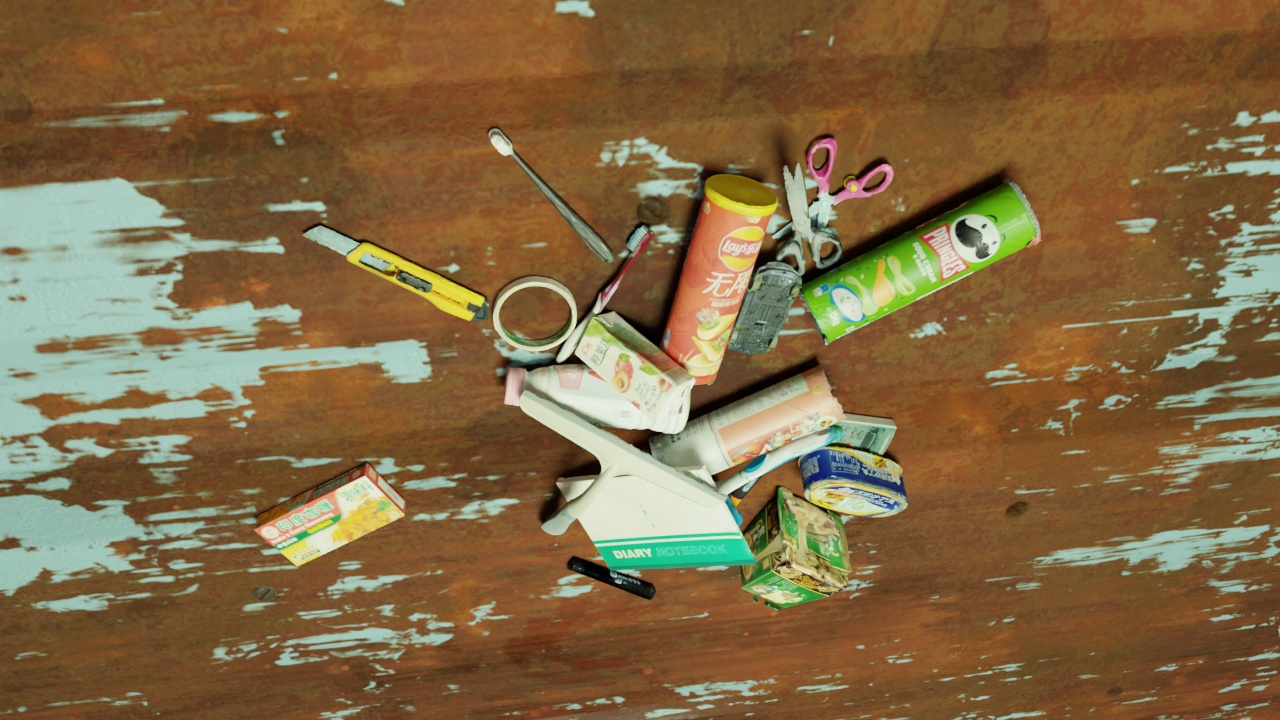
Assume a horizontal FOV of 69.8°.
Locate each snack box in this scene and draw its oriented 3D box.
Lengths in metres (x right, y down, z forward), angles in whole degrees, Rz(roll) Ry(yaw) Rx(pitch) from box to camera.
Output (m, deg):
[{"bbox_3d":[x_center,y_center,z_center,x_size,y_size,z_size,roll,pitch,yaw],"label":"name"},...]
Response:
[{"bbox_3d":[0.188,0.248,1.175,0.118,0.117,0.106,30,129,-25],"label":"snack box"},{"bbox_3d":[-0.362,0.182,1.076,0.156,0.027,0.077,-26,126,10],"label":"snack box"}]

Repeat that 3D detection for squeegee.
[{"bbox_3d":[-0.070,0.160,1.044,0.246,0.039,0.247,29,141,-10],"label":"squeegee"}]

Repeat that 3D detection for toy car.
[{"bbox_3d":[0.127,-0.055,0.965,0.054,0.036,0.121,8,134,-12],"label":"toy car"}]

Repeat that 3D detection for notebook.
[{"bbox_3d":[0.016,0.187,1.071,0.210,0.012,0.150,-11,120,35],"label":"notebook"}]

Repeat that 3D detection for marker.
[{"bbox_3d":[-0.038,0.290,1.217,0.132,0.020,0.022,26,136,-25],"label":"marker"},{"bbox_3d":[0.128,0.162,1.149,0.018,0.015,0.124,23,119,-29],"label":"marker"}]

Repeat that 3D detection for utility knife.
[{"bbox_3d":[-0.234,-0.083,0.901,0.197,0.015,0.033,25,117,-25],"label":"utility knife"}]

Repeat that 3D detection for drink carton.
[{"bbox_3d":[-0.006,0.006,0.947,0.045,0.122,0.054,-21,145,-51],"label":"drink carton"}]

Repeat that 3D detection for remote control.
[{"bbox_3d":[0.238,0.089,1.107,0.135,0.019,0.056,8,126,-15],"label":"remote control"}]

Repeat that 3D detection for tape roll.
[{"bbox_3d":[-0.109,-0.048,0.949,0.086,0.013,0.086,-4,128,-6],"label":"tape roll"}]

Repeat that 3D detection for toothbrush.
[{"bbox_3d":[-0.081,-0.152,0.874,0.016,0.018,0.181,-36,126,14],"label":"toothbrush"},{"bbox_3d":[-0.042,-0.065,0.947,0.017,0.016,0.188,42,120,9],"label":"toothbrush"}]

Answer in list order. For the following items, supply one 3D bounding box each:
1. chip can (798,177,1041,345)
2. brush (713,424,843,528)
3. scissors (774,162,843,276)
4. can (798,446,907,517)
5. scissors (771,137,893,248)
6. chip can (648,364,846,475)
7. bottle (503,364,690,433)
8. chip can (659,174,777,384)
[{"bbox_3d":[0.281,-0.098,0.939,0.236,0.072,0.072,-27,127,12],"label":"chip can"},{"bbox_3d":[0.104,0.163,1.104,0.315,0.060,0.109,-18,122,15],"label":"brush"},{"bbox_3d":[0.149,-0.130,0.891,0.173,0.014,0.141,14,141,-39],"label":"scissors"},{"bbox_3d":[0.261,0.150,1.125,0.148,0.049,0.075,17,141,-26],"label":"can"},{"bbox_3d":[0.182,-0.164,0.909,0.134,0.017,0.124,-33,128,20],"label":"scissors"},{"bbox_3d":[0.121,0.077,1.048,0.215,0.071,0.071,-25,127,9],"label":"chip can"},{"bbox_3d":[-0.048,0.037,0.993,0.197,0.068,0.068,7,126,-11],"label":"bottle"},{"bbox_3d":[0.072,-0.077,0.922,0.073,0.073,0.217,5,127,-13],"label":"chip can"}]
